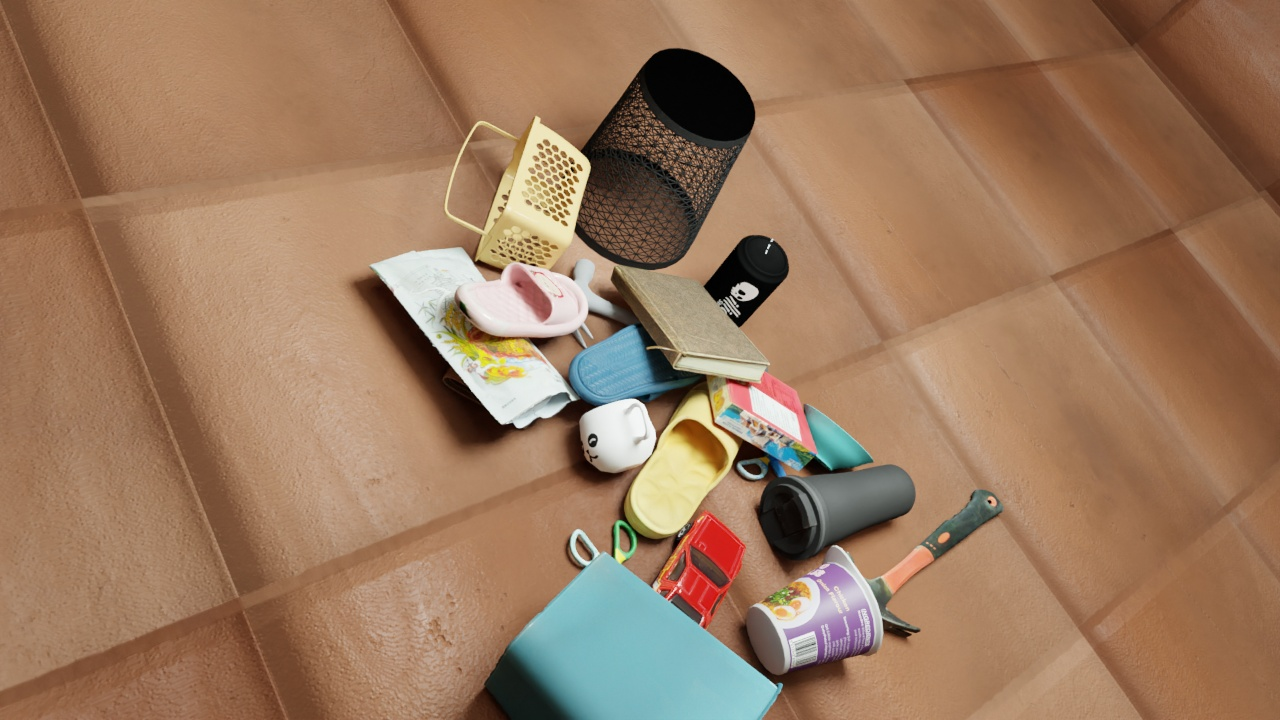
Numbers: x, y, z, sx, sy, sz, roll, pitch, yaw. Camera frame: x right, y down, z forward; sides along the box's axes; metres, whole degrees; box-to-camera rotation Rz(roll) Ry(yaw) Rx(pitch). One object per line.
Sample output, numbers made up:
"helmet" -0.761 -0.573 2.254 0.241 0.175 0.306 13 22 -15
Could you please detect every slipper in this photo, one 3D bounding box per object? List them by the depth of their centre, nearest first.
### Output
"slipper" -0.138 -0.074 1.122 0.107 0.056 0.221 45 28 16
"slipper" 0.071 0.115 1.159 0.099 0.079 0.262 41 50 -2
"slipper" -0.007 0.007 1.175 0.213 0.059 0.103 -16 69 -40

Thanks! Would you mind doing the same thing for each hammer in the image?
"hammer" 0.038 -0.033 1.267 0.310 0.030 0.124 22 52 -14
"hammer" 0.404 0.259 1.267 0.332 0.033 0.133 -24 72 -37

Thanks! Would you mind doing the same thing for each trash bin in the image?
"trash bin" -0.019 0.332 0.912 0.218 0.200 0.196 42 50 11
"trash bin" 0.030 -0.285 1.282 0.216 0.244 0.216 13 55 -20

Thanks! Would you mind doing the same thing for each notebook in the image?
"notebook" 0.046 -0.052 1.190 0.190 0.035 0.215 9 31 -35

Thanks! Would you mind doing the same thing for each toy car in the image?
"toy car" 0.061 0.262 1.072 0.081 0.056 0.188 44 48 -6

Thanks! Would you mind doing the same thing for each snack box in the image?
"snack box" 0.156 0.060 1.211 0.145 0.040 0.142 31 27 -21

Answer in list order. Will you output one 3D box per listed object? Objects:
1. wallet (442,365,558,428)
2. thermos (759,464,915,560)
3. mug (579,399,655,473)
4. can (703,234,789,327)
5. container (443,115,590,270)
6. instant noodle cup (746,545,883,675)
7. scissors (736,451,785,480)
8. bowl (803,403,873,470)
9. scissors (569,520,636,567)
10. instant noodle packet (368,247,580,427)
"wallet" -0.171 0.019 1.129 0.121 0.027 0.098 30 48 -7
"thermos" 0.263 0.188 1.199 0.218 0.106 0.105 -7 64 -36
"mug" -0.019 0.089 1.098 0.090 0.124 0.076 -11 76 -32
"can" 0.141 -0.106 1.288 0.080 0.146 0.080 13 55 -20
"container" -0.170 -0.221 1.215 0.167 0.130 0.183 25 52 -20
"instant noodle cup" 0.196 0.303 1.083 0.121 0.122 0.137 -14 94 -23
"scissors" 0.175 0.127 1.244 0.129 0.013 0.125 -17 70 -34
"bowl" 0.255 0.116 1.253 0.121 0.121 0.046 41 88 2
"scissors" -0.040 0.243 1.061 0.116 0.012 0.129 17 55 -21
"instant noodle packet" -0.194 -0.039 1.105 0.269 0.057 0.146 50 36 17
